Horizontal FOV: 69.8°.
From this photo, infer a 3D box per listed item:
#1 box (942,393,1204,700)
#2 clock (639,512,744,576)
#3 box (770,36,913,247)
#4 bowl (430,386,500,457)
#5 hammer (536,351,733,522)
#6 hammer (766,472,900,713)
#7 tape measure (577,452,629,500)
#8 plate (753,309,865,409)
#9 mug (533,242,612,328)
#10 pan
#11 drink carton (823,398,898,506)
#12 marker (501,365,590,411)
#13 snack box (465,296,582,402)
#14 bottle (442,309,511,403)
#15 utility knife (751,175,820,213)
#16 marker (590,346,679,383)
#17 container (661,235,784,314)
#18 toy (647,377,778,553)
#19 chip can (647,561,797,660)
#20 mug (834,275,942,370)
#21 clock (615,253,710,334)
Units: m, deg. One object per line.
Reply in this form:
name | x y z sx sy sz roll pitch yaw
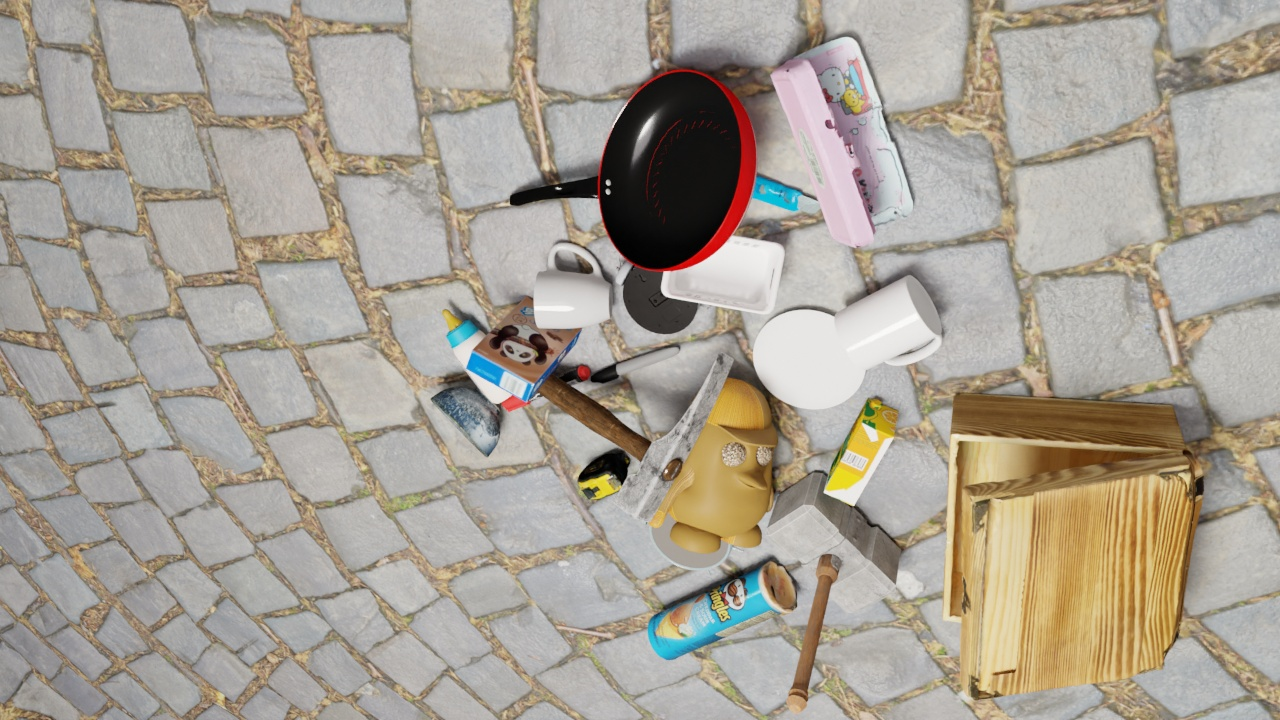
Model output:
box | 0.469 0.210 1.004 0.258 0.214 0.279 2 117 19
clock | 0.064 0.223 1.269 0.159 0.045 0.123 42 124 -6
box | 0.216 -0.226 0.948 0.095 0.088 0.202 -27 109 -4
bowl | -0.232 0.076 1.283 0.114 0.060 0.114 44 167 13
hammer | -0.043 0.035 1.155 0.301 0.037 0.217 31 93 37
hammer | 0.211 0.289 1.082 0.162 0.316 0.083 44 124 -6
tape measure | -0.051 0.159 1.261 0.072 0.071 0.042 -31 108 26
plate | 0.203 -0.002 1.104 0.135 0.011 0.135 10 121 16
mug | -0.081 -0.093 1.139 0.089 0.071 0.107 1 91 5
pan | -0.016 -0.197 1.024 0.357 0.067 0.209 0 88 46
drink carton | 0.269 0.109 1.113 0.041 0.058 0.123 24 124 7
marker | -0.129 0.039 1.253 0.145 0.021 0.023 -21 101 30
snack box | -0.143 -0.017 1.147 0.087 0.150 0.034 29 126 4
bottle | -0.223 -0.010 1.244 0.051 0.051 0.146 -27 106 31
utility knife | 0.121 -0.197 1.023 0.173 0.015 0.031 20 128 8
marker | -0.007 0.007 1.192 0.139 0.016 0.022 -19 141 28
container | 0.093 -0.102 1.044 0.129 0.049 0.081 10 96 2
toy | 0.106 0.123 1.131 0.163 0.198 0.203 25 109 52
chip can | 0.114 0.360 1.309 0.230 0.079 0.080 -34 102 34
mug | 0.286 -0.032 1.025 0.091 0.073 0.110 -29 130 32
clock | 0.021 -0.090 1.112 0.095 0.035 0.122 -33 102 33
